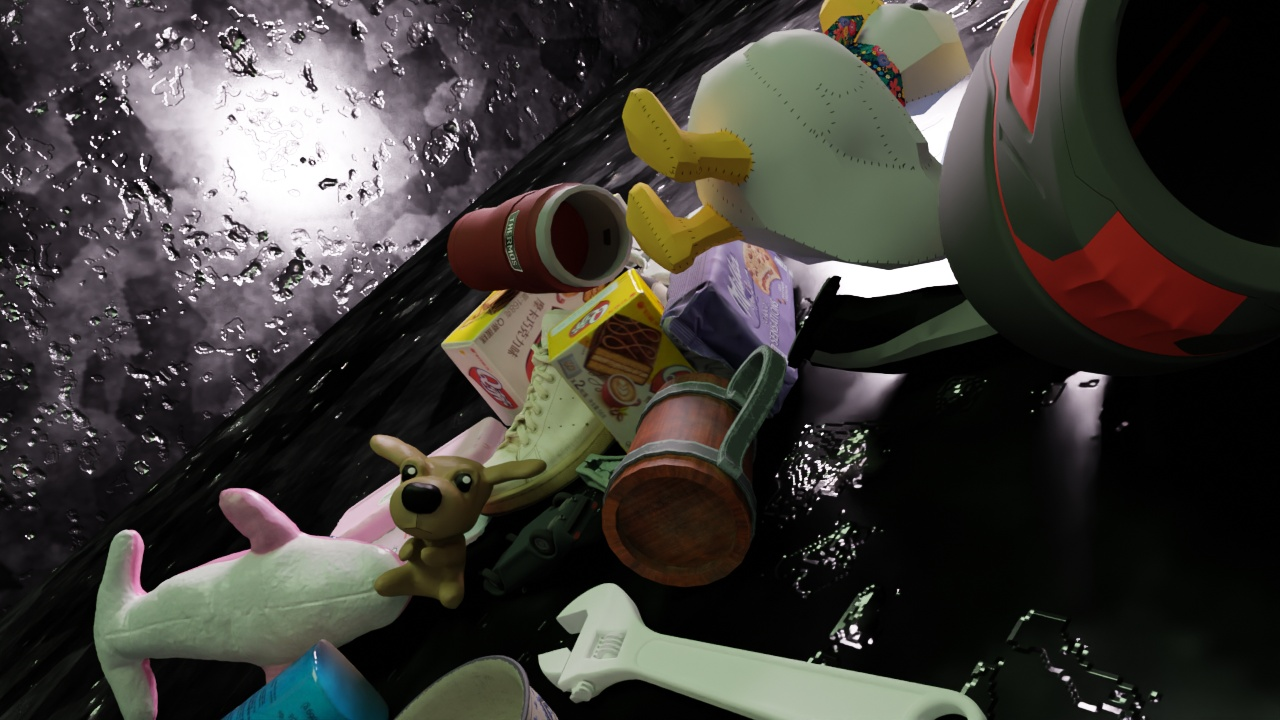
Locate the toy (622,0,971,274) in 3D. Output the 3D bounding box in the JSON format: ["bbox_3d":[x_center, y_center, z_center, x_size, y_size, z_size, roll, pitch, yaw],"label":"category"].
[{"bbox_3d":[0.120,-0.145,0.585,0.267,0.141,0.246,-23,55,-16],"label":"toy"}]

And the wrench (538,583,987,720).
[{"bbox_3d":[0.035,0.144,0.422,0.274,0.018,0.066,-9,35,53],"label":"wrench"}]

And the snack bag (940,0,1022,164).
[{"bbox_3d":[0.281,-0.193,0.629,0.206,0.102,0.158,-44,11,43],"label":"snack bag"}]

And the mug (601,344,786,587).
[{"bbox_3d":[0.038,0.050,0.516,0.118,0.081,0.110,-49,9,28],"label":"mug"}]

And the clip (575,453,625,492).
[{"bbox_3d":[-0.022,0.082,0.649,0.035,0.023,0.074,-47,19,-19],"label":"clip"}]

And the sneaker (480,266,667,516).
[{"bbox_3d":[-0.058,0.016,0.734,0.241,0.102,0.089,-45,20,-17],"label":"sneaker"}]

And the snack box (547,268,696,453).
[{"bbox_3d":[-0.004,0.004,0.663,0.084,0.106,0.061,-37,22,6],"label":"snack box"}]

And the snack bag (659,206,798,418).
[{"bbox_3d":[0.063,-0.041,0.663,0.059,0.096,0.205,-36,18,25],"label":"snack bag"}]

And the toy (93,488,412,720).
[{"bbox_3d":[-0.290,0.192,0.719,0.266,0.186,0.128,-11,-7,8],"label":"toy"}]

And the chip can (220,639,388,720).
[{"bbox_3d":[-0.272,0.276,0.590,0.229,0.080,0.080,-38,20,1],"label":"chip can"}]

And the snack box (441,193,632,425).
[{"bbox_3d":[-0.075,-0.051,0.900,0.062,0.110,0.229,-3,40,50],"label":"snack box"}]

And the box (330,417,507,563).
[{"bbox_3d":[-0.207,0.139,0.816,0.202,0.045,0.154,-33,21,17],"label":"box"}]

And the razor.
[{"bbox_3d":[0.160,-0.021,0.516,0.156,0.060,0.057,1,28,32],"label":"razor"}]

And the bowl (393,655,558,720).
[{"bbox_3d":[-0.079,0.204,0.426,0.116,0.059,0.115,-34,20,14],"label":"bowl"}]

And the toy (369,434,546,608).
[{"bbox_3d":[-0.143,0.115,0.654,0.106,0.134,0.108,37,-119,-81],"label":"toy"}]

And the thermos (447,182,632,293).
[{"bbox_3d":[-0.080,-0.099,0.773,0.107,0.084,0.199,-7,7,-32],"label":"thermos"}]

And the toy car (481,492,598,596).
[{"bbox_3d":[-0.067,0.125,0.610,0.112,0.034,0.046,-42,10,42],"label":"toy car"}]

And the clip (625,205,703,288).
[{"bbox_3d":[0.041,-0.092,0.864,0.152,0.092,0.125,0,39,41],"label":"clip"}]

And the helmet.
[{"bbox_3d":[0.219,-0.090,0.394,0.264,0.164,0.170,-52,-6,-21],"label":"helmet"}]
